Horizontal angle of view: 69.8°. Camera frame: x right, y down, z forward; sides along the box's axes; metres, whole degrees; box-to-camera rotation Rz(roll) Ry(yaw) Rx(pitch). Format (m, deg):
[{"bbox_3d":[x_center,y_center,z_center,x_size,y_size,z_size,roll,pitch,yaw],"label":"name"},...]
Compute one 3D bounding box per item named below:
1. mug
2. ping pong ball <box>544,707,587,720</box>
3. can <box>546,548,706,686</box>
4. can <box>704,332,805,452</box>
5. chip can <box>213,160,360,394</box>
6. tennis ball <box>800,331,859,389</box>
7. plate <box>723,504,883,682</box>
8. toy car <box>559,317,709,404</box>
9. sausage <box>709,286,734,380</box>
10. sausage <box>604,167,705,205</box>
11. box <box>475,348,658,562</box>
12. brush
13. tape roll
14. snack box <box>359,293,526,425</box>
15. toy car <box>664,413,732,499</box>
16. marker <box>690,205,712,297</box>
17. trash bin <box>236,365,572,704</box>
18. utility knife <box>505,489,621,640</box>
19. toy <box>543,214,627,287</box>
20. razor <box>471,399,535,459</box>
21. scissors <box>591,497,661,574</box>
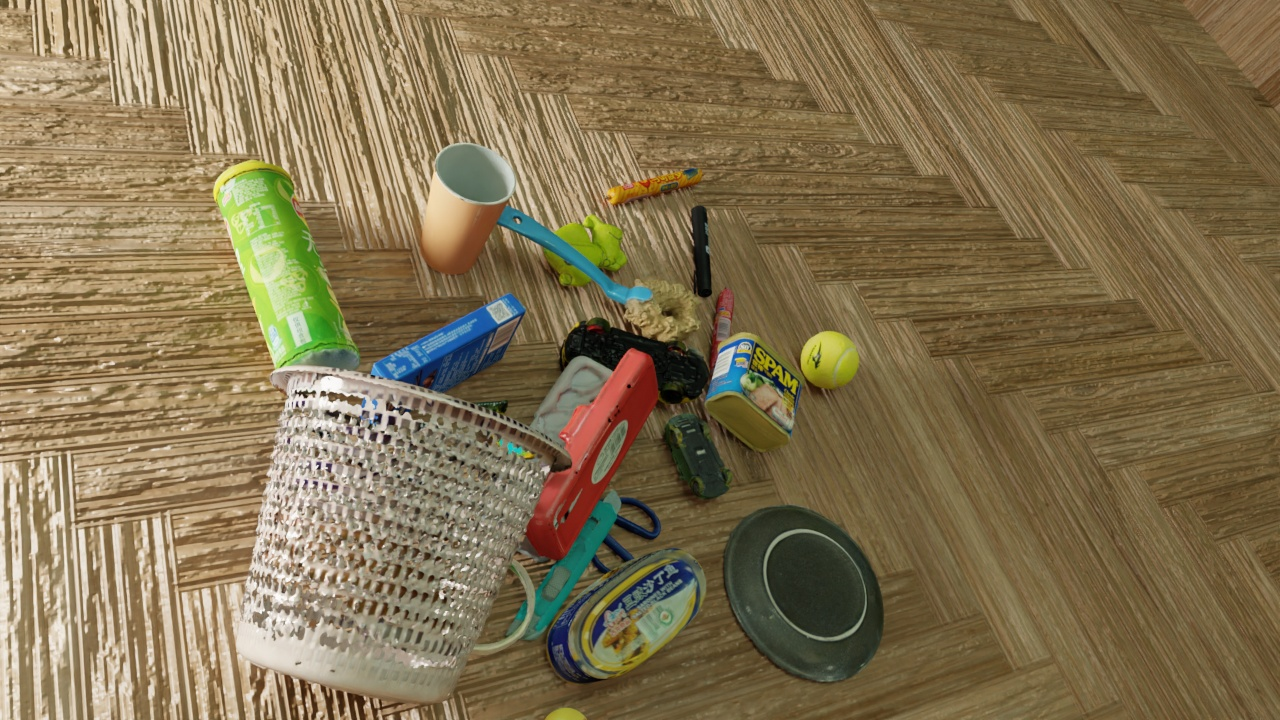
[{"bbox_3d":[-0.178,-0.144,0.908,0.078,0.123,0.078,14,52,-19],"label":"mug"},{"bbox_3d":[-0.058,0.291,0.712,0.040,0.040,0.040,13,52,-18],"label":"ping pong ball"},{"bbox_3d":[-0.010,0.215,0.776,0.147,0.049,0.074,-28,84,-36],"label":"can"},{"bbox_3d":[0.120,0.035,0.962,0.102,0.057,0.083,39,48,-23],"label":"can"},{"bbox_3d":[-0.317,-0.074,0.822,0.072,0.073,0.221,-12,63,-33],"label":"chip can"},{"bbox_3d":[0.214,0.000,1.041,0.065,0.066,0.065,13,52,-18],"label":"tennis ball"},{"bbox_3d":[0.165,0.218,0.888,0.179,0.024,0.179,13,53,-18],"label":"plate"},{"bbox_3d":[-0.006,0.005,0.941,0.155,0.041,0.071,14,52,-12],"label":"toy car"},{"bbox_3d":[0.091,-0.025,1.027,0.020,0.020,0.155,20,51,-13],"label":"sausage"},{"bbox_3d":[0.020,-0.214,1.125,0.164,0.022,0.021,-22,69,-37],"label":"sausage"},{"bbox_3d":[-0.069,0.076,0.827,0.099,0.095,0.200,16,55,22],"label":"box"},{"bbox_3d":[-0.040,-0.090,0.971,0.254,0.046,0.083,31,55,-18],"label":"brush"},{"bbox_3d":[-0.129,0.197,0.752,0.085,0.014,0.085,7,54,-10],"label":"tape roll"},{"bbox_3d":[-0.178,0.001,0.830,0.026,0.085,0.156,48,50,11],"label":"snack box"},{"bbox_3d":[0.055,0.097,0.910,0.043,0.036,0.091,-10,61,-33],"label":"toy car"},{"bbox_3d":[0.072,-0.131,1.095,0.022,0.020,0.131,-4,56,5],"label":"marker"},{"bbox_3d":[-0.181,0.130,0.656,0.227,0.228,0.191,19,72,-14],"label":"trash bin"},{"bbox_3d":[-0.061,0.176,0.799,0.029,0.013,0.164,35,56,1],"label":"utility knife"},{"bbox_3d":[-0.062,-0.122,1.011,0.100,0.031,0.096,5,63,-27],"label":"toy"},{"bbox_3d":[-0.117,0.065,0.808,0.043,0.028,0.133,1,14,-29],"label":"razor"},{"bbox_3d":[-0.062,0.139,0.839,0.170,0.012,0.141,9,54,-19],"label":"scissors"}]
